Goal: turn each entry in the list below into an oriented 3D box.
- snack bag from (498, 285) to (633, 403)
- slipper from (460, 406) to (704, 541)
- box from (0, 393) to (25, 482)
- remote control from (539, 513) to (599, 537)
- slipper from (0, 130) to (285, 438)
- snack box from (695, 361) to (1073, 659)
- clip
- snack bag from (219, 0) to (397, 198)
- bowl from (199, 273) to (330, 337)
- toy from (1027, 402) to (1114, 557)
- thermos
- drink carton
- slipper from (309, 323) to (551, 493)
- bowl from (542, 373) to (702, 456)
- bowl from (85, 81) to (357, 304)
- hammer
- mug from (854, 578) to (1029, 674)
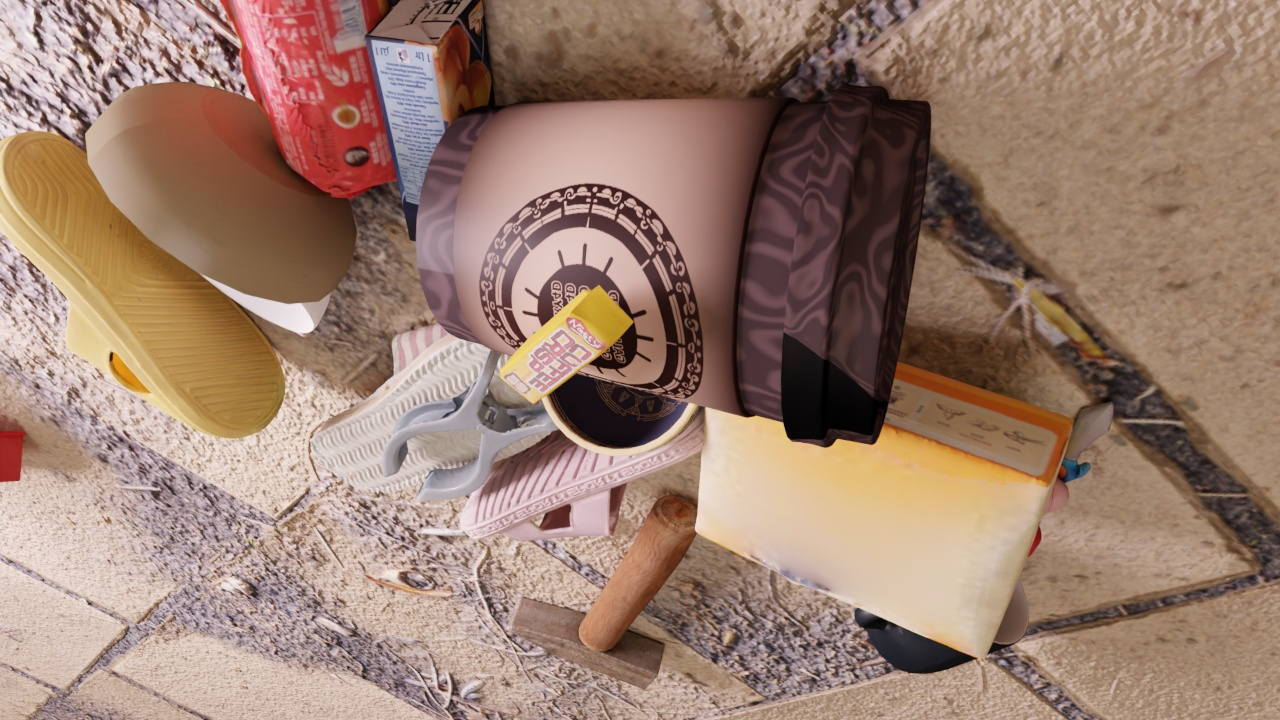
[{"bbox_3d":[-0.037,-0.004,0.421,0.026,0.020,0.099,41,142,-12],"label":"snack bag"},{"bbox_3d":[-0.030,0.081,0.675,0.240,0.094,0.064,-25,118,31],"label":"slipper"},{"bbox_3d":[-0.757,0.192,0.873,0.217,0.351,0.197,-2,172,18],"label":"box"},{"bbox_3d":[-0.092,0.121,0.795,0.131,0.012,0.033,22,138,-4],"label":"remote control"},{"bbox_3d":[-0.370,-0.038,0.662,0.078,0.099,0.263,-17,124,20],"label":"slipper"},{"bbox_3d":[0.130,0.078,0.547,0.195,0.080,0.145,20,131,25],"label":"snack box"},{"bbox_3d":[-0.138,0.042,0.645,0.163,0.028,0.112,-33,119,34],"label":"clip"},{"bbox_3d":[-0.167,-0.166,0.472,0.082,0.082,0.177,10,136,9],"label":"snack bag"},{"bbox_3d":[-0.250,-0.073,0.607,0.115,0.050,0.115,25,156,12],"label":"bowl"},{"bbox_3d":[0.229,0.073,0.584,0.124,0.096,0.131,5,112,10],"label":"toy"},{"bbox_3d":[0.018,-0.056,0.468,0.226,0.172,0.173,10,137,19],"label":"thermos"},{"bbox_3d":[-0.108,-0.128,0.502,0.040,0.064,0.130,12,138,10],"label":"drink carton"},{"bbox_3d":[-0.152,0.031,0.695,0.264,0.052,0.115,-27,120,33],"label":"slipper"},{"bbox_3d":[-0.004,0.003,0.592,0.113,0.112,0.061,-2,178,21],"label":"bowl"},{"bbox_3d":[-0.222,-0.105,0.519,0.152,0.152,0.050,39,110,-21],"label":"bowl"},{"bbox_3d":[-0.018,0.209,0.843,0.158,0.037,0.302,22,137,-4],"label":"hammer"},{"bbox_3d":[0.213,0.188,0.692,0.121,0.085,0.095,6,146,-30],"label":"mug"}]
